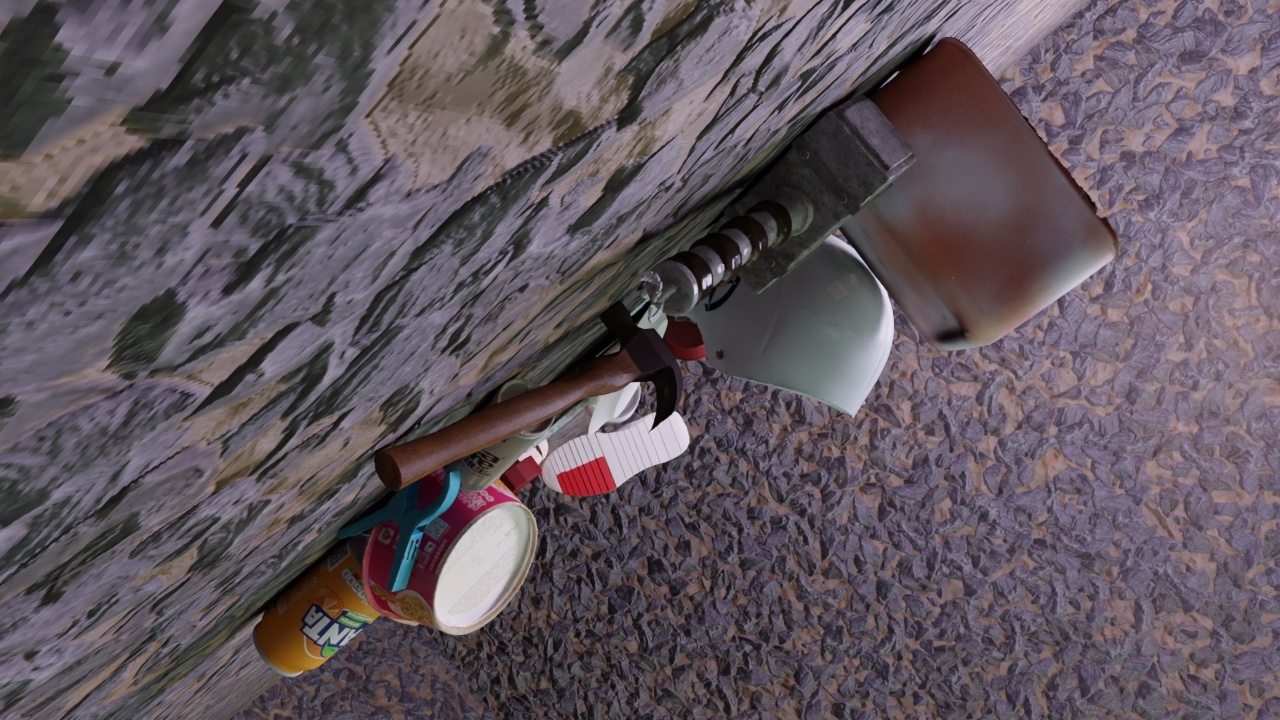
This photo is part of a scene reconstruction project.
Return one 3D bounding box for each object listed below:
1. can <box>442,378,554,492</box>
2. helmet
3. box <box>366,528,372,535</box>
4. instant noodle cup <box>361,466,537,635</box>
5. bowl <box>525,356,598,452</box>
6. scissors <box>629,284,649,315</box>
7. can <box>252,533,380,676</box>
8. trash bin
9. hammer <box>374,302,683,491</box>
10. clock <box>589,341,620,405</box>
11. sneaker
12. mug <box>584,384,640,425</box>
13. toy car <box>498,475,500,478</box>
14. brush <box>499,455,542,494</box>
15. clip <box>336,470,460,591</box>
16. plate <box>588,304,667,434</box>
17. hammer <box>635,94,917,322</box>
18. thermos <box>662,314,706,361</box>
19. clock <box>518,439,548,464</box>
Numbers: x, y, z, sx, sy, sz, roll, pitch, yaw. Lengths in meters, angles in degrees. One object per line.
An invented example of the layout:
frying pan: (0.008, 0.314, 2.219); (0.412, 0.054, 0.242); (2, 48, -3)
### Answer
can: (-0.128, 0.069, 0.806); (0.054, 0.054, 0.136); (-37, 176, -43)
helmet: (0.176, -0.071, 1.038); (0.164, 0.236, 0.263); (-62, -162, 23)
box: (-0.276, 0.184, 1.059); (0.125, 0.021, 0.209); (-36, 175, -30)
instant noodle cup: (-0.173, 0.186, 0.887); (0.178, 0.078, 0.179); (-36, 138, -41)
bowl: (-0.089, 0.045, 1.088); (0.157, 0.038, 0.157); (-40, 177, -3)
scissors: (0.033, -0.086, 0.913); (0.171, 0.013, 0.172); (-38, 180, 28)
can: (-0.309, 0.244, 0.916); (0.142, 0.079, 0.079); (-40, 177, 4)
trash bin: (0.294, -0.149, 0.894); (0.157, 0.259, 0.181); (-36, 178, 0)
hammer: (-0.073, 0.034, 0.729); (0.033, 0.115, 0.322); (-41, 169, 38)
clock: (-0.041, 0.022, 1.200); (0.140, 0.054, 0.093); (-41, 178, -24)
sneaker: (-0.049, 0.143, 1.389); (0.236, 0.090, 0.104); (-21, 180, -26)
mug: (-0.043, 0.051, 1.359); (0.082, 0.082, 0.106); (-39, 176, -9)
toy car: (-0.179, 0.133, 0.989); (0.108, 0.027, 0.060); (-41, 175, 26)
brush: (-0.196, 0.166, 1.092); (0.174, 0.042, 0.082); (-38, 176, 20)
clip: (-0.212, 0.129, 0.809); (0.120, 0.104, 0.027); (-47, 171, 8)
plate: (-0.006, 0.006, 1.061); (0.188, 0.016, 0.189); (-60, 173, -12)
hammer: (0.083, -0.096, 0.719); (0.177, 0.079, 0.325); (-42, 176, 42)
thermos: (0.072, -0.056, 1.234); (0.108, 0.084, 0.198); (-57, 175, -1)
clock: (-0.193, 0.166, 1.270); (0.131, 0.086, 0.160); (-41, -177, 17)
